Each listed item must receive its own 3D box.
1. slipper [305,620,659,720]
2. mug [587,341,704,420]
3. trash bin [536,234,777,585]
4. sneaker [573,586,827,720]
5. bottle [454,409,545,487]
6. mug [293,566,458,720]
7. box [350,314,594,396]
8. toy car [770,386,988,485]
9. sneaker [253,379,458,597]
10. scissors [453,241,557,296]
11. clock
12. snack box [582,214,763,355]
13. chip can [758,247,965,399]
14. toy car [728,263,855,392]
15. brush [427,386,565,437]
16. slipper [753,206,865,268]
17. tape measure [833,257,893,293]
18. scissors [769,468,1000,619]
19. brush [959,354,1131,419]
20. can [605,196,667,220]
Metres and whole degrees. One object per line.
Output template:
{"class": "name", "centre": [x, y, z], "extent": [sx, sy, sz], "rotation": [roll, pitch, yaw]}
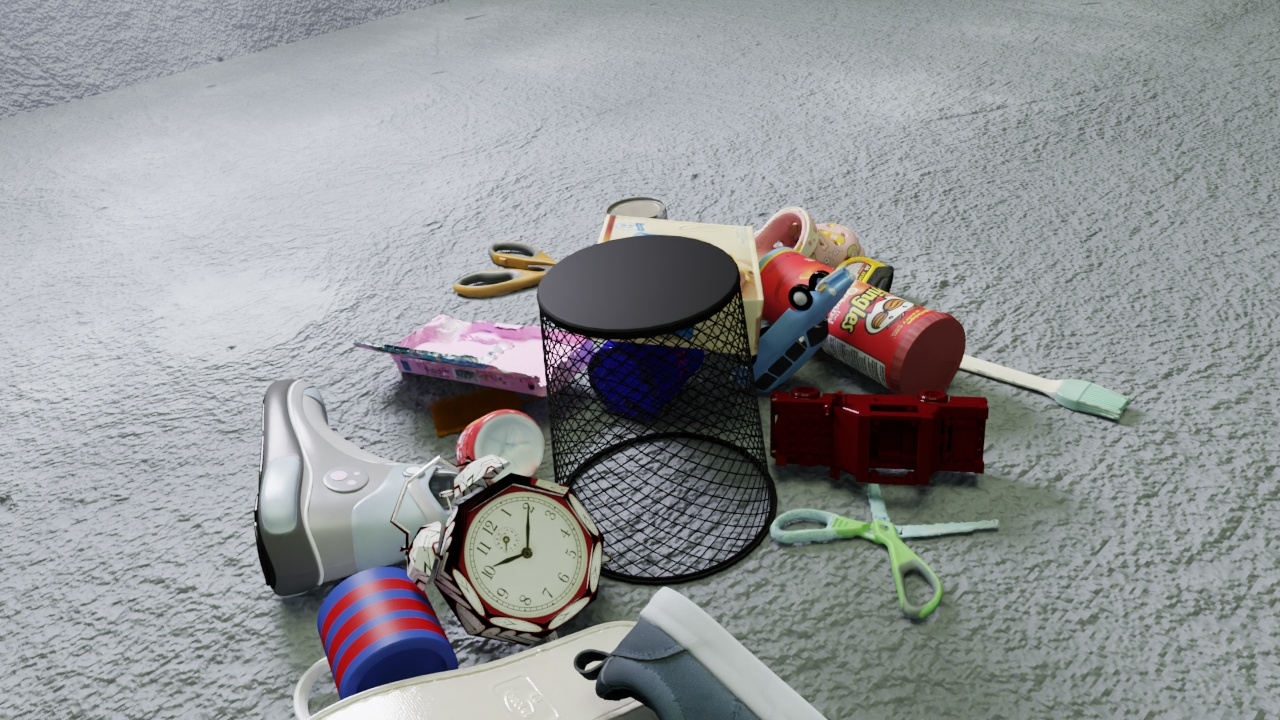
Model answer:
{"class": "slipper", "centre": [-0.092, 0.230, 0.554], "extent": [0.273, 0.054, 0.114], "rotation": [-11, 27, -27]}
{"class": "mug", "centre": [-0.005, 0.005, 0.880], "extent": [0.111, 0.079, 0.083], "rotation": [-17, 19, 44]}
{"class": "trash bin", "centre": [0.009, 0.030, 0.702], "extent": [0.184, 0.210, 0.183], "rotation": [-5, 32, 3]}
{"class": "sneaker", "centre": [0.063, 0.222, 0.493], "extent": [0.235, 0.089, 0.087], "rotation": [37, 74, 30]}
{"class": "bottle", "centre": [-0.121, 0.076, 0.758], "extent": [0.061, 0.062, 0.138], "rotation": [-20, -2, -20]}
{"class": "mug", "centre": [-0.183, 0.203, 0.611], "extent": [0.112, 0.075, 0.076], "rotation": [-42, 40, -5]}
{"class": "box", "centre": [-0.176, -0.001, 0.902], "extent": [0.231, 0.062, 0.160], "rotation": [8, 15, 38]}
{"class": "toy car", "centre": [0.189, 0.061, 0.734], "extent": [0.170, 0.070, 0.061], "rotation": [1, 16, 11]}
{"class": "sneaker", "centre": [-0.240, 0.090, 0.787], "extent": [0.160, 0.093, 0.256], "rotation": [-6, 30, -14]}
{"class": "scissors", "centre": [-0.116, -0.117, 1.140], "extent": [0.225, 0.016, 0.175], "rotation": [-4, 33, 4]}
{"class": "clock", "centre": [-0.104, 0.132, 0.652], "extent": [0.154, 0.065, 0.114], "rotation": [35, 57, -5]}
{"class": "snack box", "centre": [0.032, -0.077, 0.861], "extent": [0.153, 0.055, 0.207], "rotation": [5, 26, 1]}
{"class": "chip can", "centre": [0.202, -0.040, 0.890], "extent": [0.086, 0.087, 0.213], "rotation": [-24, 35, -24]}
{"class": "toy car", "centre": [0.142, -0.026, 0.844], "extent": [0.055, 0.154, 0.056], "rotation": [47, 41, 9]}
{"class": "brush", "centre": [-0.140, 0.041, 0.896], "extent": [0.126, 0.017, 0.048], "rotation": [-15, 33, -11]}
{"class": "slipper", "centre": [0.172, -0.127, 1.020], "extent": [0.196, 0.082, 0.093], "rotation": [-16, 36, -31]}
{"class": "tape measure", "centre": [0.235, -0.079, 0.987], "extent": [0.064, 0.037, 0.065], "rotation": [14, 51, 21]}
{"class": "scissors", "centre": [0.185, 0.129, 0.695], "extent": [0.173, 0.021, 0.171], "rotation": [-7, 28, 6]}
{"class": "brush", "centre": [0.336, 0.012, 0.853], "extent": [0.218, 0.012, 0.033], "rotation": [21, 42, 39]}
{"class": "can", "centre": [0.001, -0.112, 1.010], "extent": [0.067, 0.121, 0.067], "rotation": [-6, 32, 3]}
